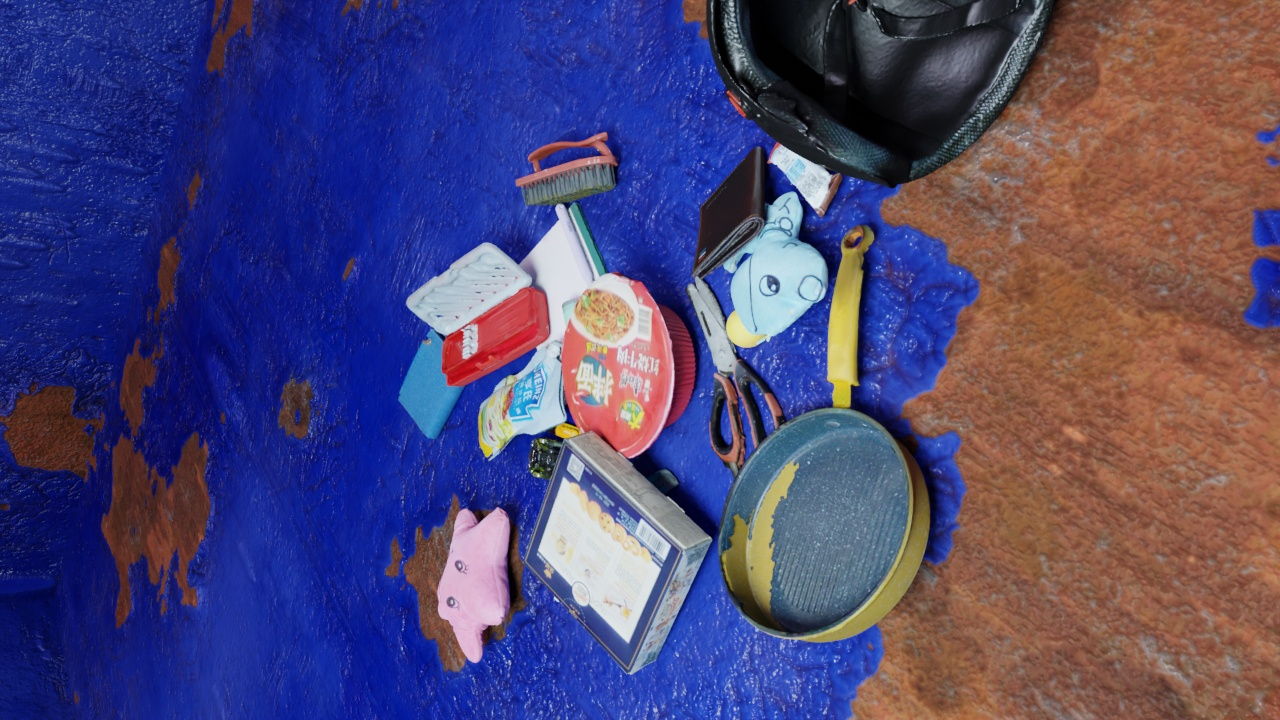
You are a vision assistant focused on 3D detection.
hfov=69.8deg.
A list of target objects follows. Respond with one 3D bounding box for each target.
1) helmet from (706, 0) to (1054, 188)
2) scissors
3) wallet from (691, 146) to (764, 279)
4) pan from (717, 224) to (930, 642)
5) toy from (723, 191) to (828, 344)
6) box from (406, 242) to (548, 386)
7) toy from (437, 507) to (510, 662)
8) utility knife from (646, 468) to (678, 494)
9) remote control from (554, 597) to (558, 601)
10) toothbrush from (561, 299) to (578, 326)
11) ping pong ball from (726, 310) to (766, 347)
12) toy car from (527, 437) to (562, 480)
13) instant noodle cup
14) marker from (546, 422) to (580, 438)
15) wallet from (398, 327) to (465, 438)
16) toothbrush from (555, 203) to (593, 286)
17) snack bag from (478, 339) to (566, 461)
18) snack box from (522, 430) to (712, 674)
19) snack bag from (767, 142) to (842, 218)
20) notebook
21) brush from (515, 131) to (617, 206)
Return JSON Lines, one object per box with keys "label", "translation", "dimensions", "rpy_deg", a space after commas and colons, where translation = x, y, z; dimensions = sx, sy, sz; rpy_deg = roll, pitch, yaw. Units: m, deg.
{"label": "helmet", "translation": [0.165, -0.268, 0.695], "dimensions": [0.234, 0.274, 0.230], "rpy_deg": [-55, 21, 12]}
{"label": "scissors", "translation": [0.080, 0.015, 0.925], "dimensions": [0.207, 0.015, 0.192], "rpy_deg": [31, 107, 46]}
{"label": "wallet", "translation": [0.088, -0.145, 0.902], "dimensions": [0.097, 0.020, 0.122], "rpy_deg": [-40, 27, 37]}
{"label": "pan", "translation": [0.162, 0.057, 0.780], "dimensions": [0.198, 0.078, 0.356], "rpy_deg": [-1, 66, 52]}
{"label": "toy", "translation": [0.121, -0.085, 0.849], "dimensions": [0.162, 0.049, 0.156], "rpy_deg": [-3, 70, 59]}
{"label": "box", "translation": [-0.208, -0.058, 1.183], "dimensions": [0.202, 0.073, 0.154], "rpy_deg": [-25, 92, 40]}
{"label": "toy", "translation": [-0.202, 0.273, 1.147], "dimensions": [0.179, 0.074, 0.195], "rpy_deg": [26, 104, 55]}
{"label": "utility knife", "translation": [-0.021, 0.165, 1.014], "dimensions": [0.180, 0.013, 0.029], "rpy_deg": [-40, 55, 36]}
{"label": "remote control", "translation": [-0.059, 0.241, 1.037], "dimensions": [0.125, 0.024, 0.049], "rpy_deg": [-26, 67, 42]}
{"label": "toothbrush", "translation": [-0.057, 0.033, 1.050], "dimensions": [0.027, 0.026, 0.224], "rpy_deg": [-19, 69, 13]}
{"label": "ping pong ball", "translation": [0.103, -0.032, 0.888], "dimensions": [0.040, 0.040, 0.040], "rpy_deg": [-9, 77, 46]}
{"label": "toy car", "translation": [-0.091, 0.120, 1.083], "dimensions": [0.105, 0.032, 0.048], "rpy_deg": [7, 89, 42]}
{"label": "instant noodle cup", "translation": [-0.006, 0.006, 0.971], "dimensions": [0.194, 0.065, 0.194], "rpy_deg": [5, 96, 53]}
{"label": "marker", "translation": [-0.106, 0.080, 1.119], "dimensions": [0.124, 0.015, 0.018], "rpy_deg": [14, 88, 50]}
{"label": "wallet", "translation": [-0.293, 0.030, 1.313], "dimensions": [0.106, 0.040, 0.133], "rpy_deg": [46, 116, 31]}
{"label": "toothbrush", "translation": [-0.069, -0.117, 1.090], "dimensions": [0.021, 0.029, 0.189], "rpy_deg": [97, 154, -57]}
{"label": "snack bag", "translation": [-0.143, 0.051, 1.128], "dimensions": [0.192, 0.038, 0.110], "rpy_deg": [-33, 42, 48]}
{"label": "snack box", "translation": [-0.031, 0.197, 0.948], "dimensions": [0.178, 0.045, 0.183], "rpy_deg": [39, 125, 30]}
{"label": "snack bag", "translation": [0.154, -0.181, 0.866], "dimensions": [0.104, 0.026, 0.048], "rpy_deg": [54, 133, 36]}
{"label": "notebook", "translation": [-0.089, -0.069, 1.124], "dimensions": [0.151, 0.012, 0.209], "rpy_deg": [-43, 56, 33]}
{"label": "brush", "translation": [-0.084, -0.231, 1.105], "dimensions": [0.146, 0.063, 0.069], "rpy_deg": [-4, 94, 46]}
